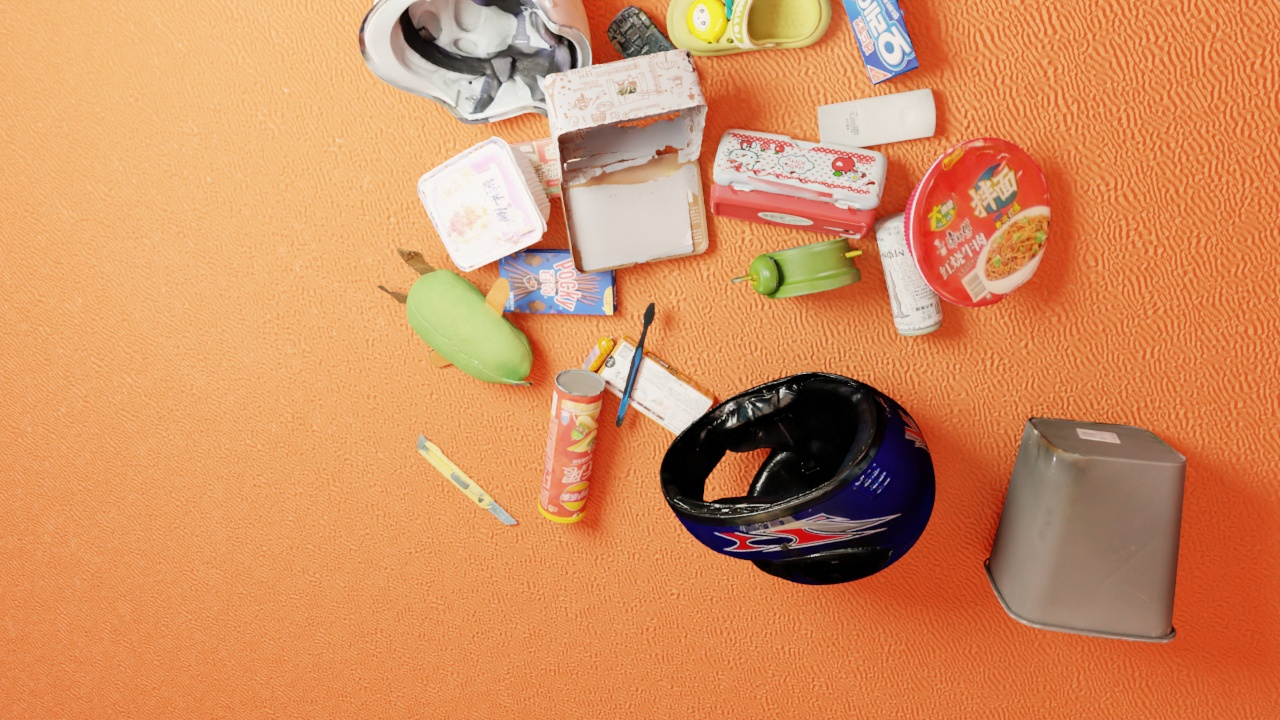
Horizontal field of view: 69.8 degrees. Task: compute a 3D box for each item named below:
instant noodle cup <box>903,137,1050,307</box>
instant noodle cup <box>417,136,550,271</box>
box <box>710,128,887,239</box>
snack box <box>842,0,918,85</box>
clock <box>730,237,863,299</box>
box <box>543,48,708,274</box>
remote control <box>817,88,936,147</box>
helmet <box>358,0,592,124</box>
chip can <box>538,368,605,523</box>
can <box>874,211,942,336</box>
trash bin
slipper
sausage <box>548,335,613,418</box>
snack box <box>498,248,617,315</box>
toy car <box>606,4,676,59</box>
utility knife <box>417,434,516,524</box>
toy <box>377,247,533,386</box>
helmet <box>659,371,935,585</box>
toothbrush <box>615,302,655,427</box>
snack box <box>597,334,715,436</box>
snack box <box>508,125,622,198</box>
[{"bbox_3d":[0.379,-0.159,1.068,0.193,0.066,0.194,-3,100,-19],"label":"instant noodle cup"},{"bbox_3d":[-0.191,-0.202,1.171,0.174,0.060,0.138,-16,105,38],"label":"instant noodle cup"},{"bbox_3d":[0.190,-0.218,1.111,0.201,0.095,0.101,11,84,8],"label":"box"},{"bbox_3d":[0.255,-0.418,1.032,0.058,0.057,0.207,-19,105,20],"label":"snack box"},{"bbox_3d":[0.191,-0.110,1.126,0.161,0.116,0.056,-11,96,11],"label":"clock"},{"bbox_3d":[-0.014,-0.237,1.107,0.179,0.130,0.273,-11,136,-5],"label":"box"},{"bbox_3d":[0.281,-0.286,1.094,0.135,0.019,0.056,-7,108,14],"label":"remote control"},{"bbox_3d":[-0.181,-0.396,1.057,0.259,0.229,0.145,4,68,5],"label":"helmet"},{"bbox_3d":[-0.097,0.120,1.274,0.073,0.073,0.217,12,118,6],"label":"chip can"},{"bbox_3d":[0.330,-0.107,1.128,0.058,0.058,0.147,-12,107,15],"label":"can"},{"bbox_3d":[0.551,0.198,1.134,0.199,0.198,0.220,5,103,7],"label":"trash bin"},{"bbox_3d":[0.123,-0.399,1.053,0.191,0.081,0.092,1,107,8],"label":"slipper"},{"bbox_3d":[-0.084,0.028,1.277,0.021,0.021,0.165,35,113,-3],"label":"sausage"},{"bbox_3d":[-0.111,-0.106,1.231,0.157,0.026,0.085,2,111,11],"label":"snack box"},{"bbox_3d":[0.013,-0.371,1.108,0.054,0.036,0.120,-40,108,20],"label":"toy car"},{"bbox_3d":[-0.262,0.182,1.375,0.195,0.020,0.031,41,118,-10],"label":"utility knife"},{"bbox_3d":[-0.242,-0.051,1.241,0.246,0.089,0.228,42,138,-10],"label":"toy"},{"bbox_3d":[0.210,0.166,1.155,0.316,0.246,0.240,-19,131,20],"label":"helmet"},{"bbox_3d":[-0.007,0.007,1.233,0.014,0.016,0.190,14,114,-3],"label":"toothbrush"},{"bbox_3d":[0.020,0.038,1.259,0.154,0.026,0.075,34,113,-2],"label":"snack box"},{"bbox_3d":[-0.099,-0.250,1.178,0.153,0.025,0.075,-6,109,13],"label":"snack box"}]
